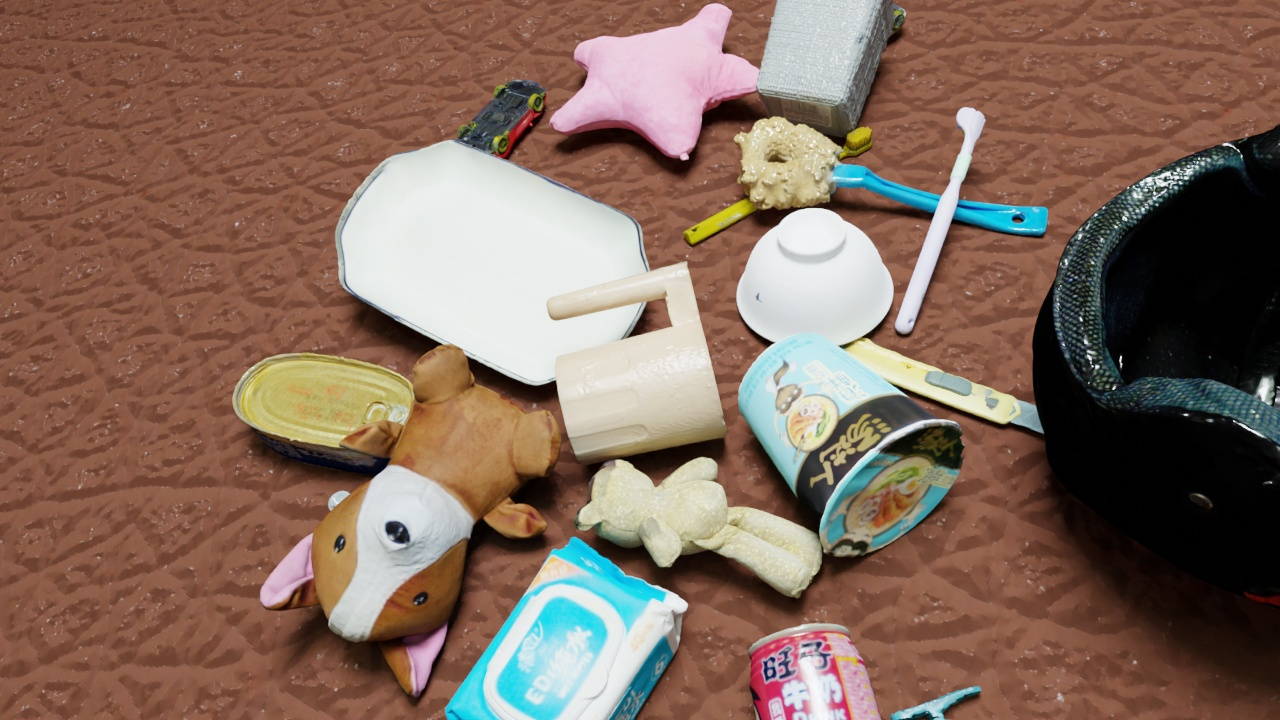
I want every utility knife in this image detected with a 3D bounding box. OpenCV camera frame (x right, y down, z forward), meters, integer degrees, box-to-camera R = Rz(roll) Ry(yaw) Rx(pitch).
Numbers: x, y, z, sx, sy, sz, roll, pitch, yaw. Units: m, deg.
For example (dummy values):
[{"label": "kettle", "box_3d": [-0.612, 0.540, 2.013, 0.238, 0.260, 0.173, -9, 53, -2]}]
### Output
[{"label": "utility knife", "box_3d": [0.218, 0.020, 0.644, 0.207, 0.021, 0.030, 25, 62, 20]}]

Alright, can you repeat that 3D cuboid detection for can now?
[{"label": "can", "box_3d": [0.098, 0.200, 0.503, 0.066, 0.067, 0.093, -12, 54, 2]}, {"label": "can", "box_3d": [-0.228, 0.041, 0.685, 0.148, 0.049, 0.074, 8, 58, 16]}]

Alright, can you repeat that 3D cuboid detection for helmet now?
[{"label": "helmet", "box_3d": [0.349, 0.015, 0.490, 0.275, 0.230, 0.233, 34, 76, 18]}]

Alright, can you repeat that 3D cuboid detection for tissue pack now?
[{"label": "tissue pack", "box_3d": [-0.043, 0.182, 0.544, 0.090, 0.063, 0.139, 24, 63, 24]}]

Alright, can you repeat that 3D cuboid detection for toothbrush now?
[{"label": "toothbrush", "box_3d": [0.118, -0.149, 0.775, 0.190, 0.017, 0.015, -30, 57, -11]}, {"label": "toothbrush", "box_3d": [0.226, -0.106, 0.696, 0.021, 0.029, 0.189, -1, 64, 60]}]

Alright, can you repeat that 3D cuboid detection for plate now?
[{"label": "plate", "box_3d": [-0.117, -0.077, 0.732, 0.266, 0.034, 0.161, 25, 73, 15]}]

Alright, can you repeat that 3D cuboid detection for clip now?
[{"label": "clip", "box_3d": [-0.196, 0.114, 0.649, 0.057, 0.033, 0.025, 30, 67, 19]}, {"label": "clip", "box_3d": [0.171, 0.203, 0.522, 0.056, 0.014, 0.040, -12, 53, 0]}]

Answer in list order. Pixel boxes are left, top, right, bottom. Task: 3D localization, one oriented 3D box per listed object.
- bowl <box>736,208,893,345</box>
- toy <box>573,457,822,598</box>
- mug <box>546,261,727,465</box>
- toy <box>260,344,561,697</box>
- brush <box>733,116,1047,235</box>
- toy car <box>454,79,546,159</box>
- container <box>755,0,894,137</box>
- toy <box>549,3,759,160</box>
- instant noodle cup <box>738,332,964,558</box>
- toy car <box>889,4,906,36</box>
[{"label": "bowl", "box_3d": [0.128, -0.073, 0.684, 0.118, 0.065, 0.118, -7, 49, 8]}, {"label": "toy", "box_3d": [0.038, 0.108, 0.588, 0.157, 0.066, 0.104, 17, 37, 15]}, {"label": "mug", "box_3d": [-0.004, 0.004, 0.636, 0.103, 0.084, 0.124, -13, 90, 3]}, {"label": "toy", "box_3d": [-0.138, 0.098, 0.592, 0.140, 0.131, 0.199, 34, 72, 1]}, {"label": "brush", "box_3d": [0.194, -0.138, 0.736, 0.255, 0.046, 0.083, 15, 63, 8]}, {"label": "toy car", "box_3d": [-0.128, -0.225, 0.864, 0.049, 0.031, 0.106, 20, 62, 22]}, {"label": "container", "box_3d": [0.156, -0.262, 0.787, 0.090, 0.090, 0.114, 16, 86, 21]}, {"label": "toy", "box_3d": [0.010, -0.243, 0.828, 0.195, 0.075, 0.178, -15, 56, 4]}, {"label": "instant noodle cup", "box_3d": [0.124, 0.046, 0.590, 0.111, 0.111, 0.120, -30, 48, -11]}, {"label": "toy car", "box_3d": [0.208, -0.306, 0.858, 0.090, 0.035, 0.042, -38, 59, -16]}]
